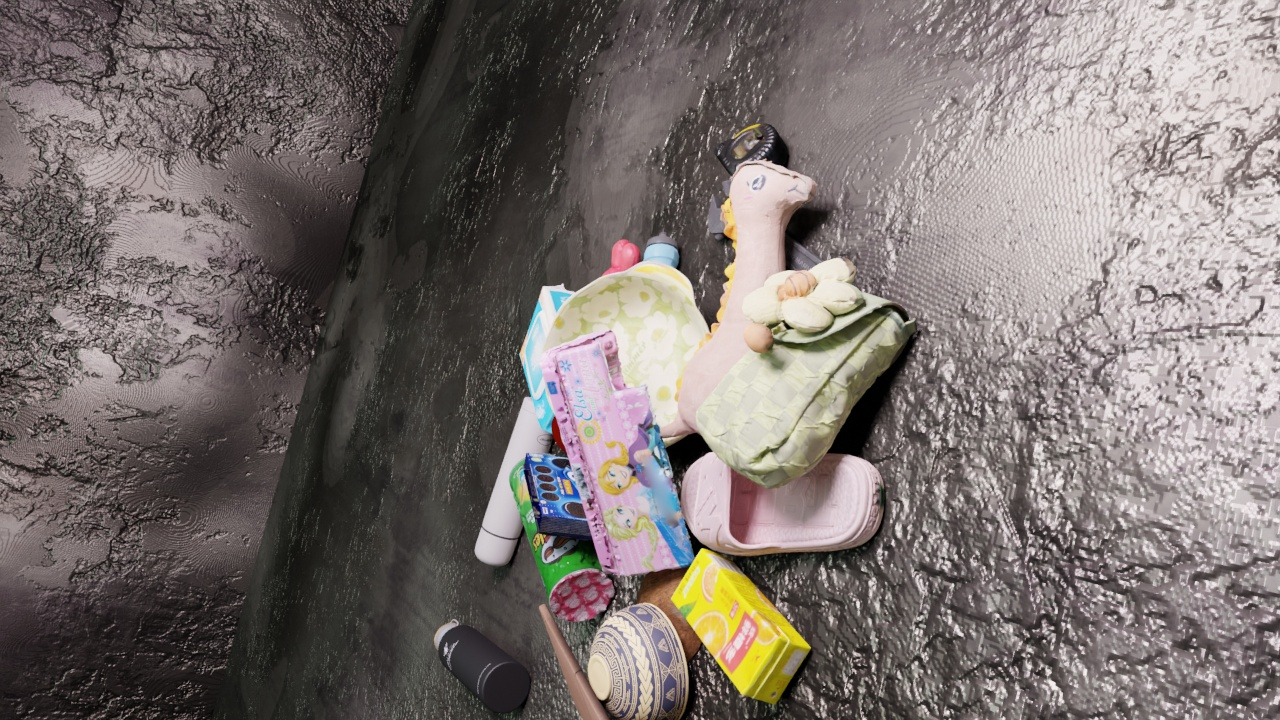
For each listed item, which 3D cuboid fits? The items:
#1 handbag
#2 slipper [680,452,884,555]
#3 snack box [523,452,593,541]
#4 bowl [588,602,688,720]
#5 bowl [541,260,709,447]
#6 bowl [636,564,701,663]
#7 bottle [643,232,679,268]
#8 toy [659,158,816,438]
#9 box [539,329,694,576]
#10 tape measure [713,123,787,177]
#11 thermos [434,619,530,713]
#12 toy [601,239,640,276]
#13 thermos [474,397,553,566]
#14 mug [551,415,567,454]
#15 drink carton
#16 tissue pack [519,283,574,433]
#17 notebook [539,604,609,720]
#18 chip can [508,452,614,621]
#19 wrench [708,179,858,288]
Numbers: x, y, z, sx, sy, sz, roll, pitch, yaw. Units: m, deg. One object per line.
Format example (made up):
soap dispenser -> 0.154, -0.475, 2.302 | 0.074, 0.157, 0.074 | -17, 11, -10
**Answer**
handbag -> 0.118, 0.000, 0.718 | 0.186, 0.117, 0.113 | -49, 36, -10
slipper -> 0.097, 0.117, 0.775 | 0.240, 0.064, 0.094 | -11, 66, 56
snack box -> -0.081, 0.149, 1.017 | 0.150, 0.082, 0.027 | -123, 44, -65
bowl -> -0.012, 0.286, 0.846 | 0.113, 0.061, 0.112 | 8, 99, 58
bowl -> -0.006, 0.006, 0.955 | 0.188, 0.060, 0.219 | 27, 98, 19
bowl -> 0.022, 0.236, 0.878 | 0.114, 0.026, 0.102 | 20, 93, 61
bottle -> 0.021, -0.085, 1.032 | 0.040, 0.040, 0.129 | -24, 56, 54
toy -> 0.080, -0.053, 0.859 | 0.197, 0.065, 0.264 | -8, 79, 40
box -> -0.010, 0.088, 0.860 | 0.097, 0.084, 0.230 | -6, 103, 44
tape measure -> 0.113, -0.207, 0.920 | 0.063, 0.038, 0.067 | -36, 40, 12
thermos -> -0.214, 0.381, 1.173 | 0.232, 0.061, 0.061 | 2, 77, 60
toy -> -0.026, -0.077, 1.091 | 0.091, 0.045, 0.135 | 45, 128, 51
thermos -> -0.163, 0.161, 1.207 | 0.052, 0.052, 0.224 | 27, 99, 60
mug -> -0.047, 0.055, 1.057 | 0.083, 0.073, 0.105 | -49, 9, 36
drink carton -> 0.081, 0.220, 0.766 | 0.058, 0.043, 0.134 | -60, 30, 6
tissue pack -> -0.103, -0.006, 1.173 | 0.209, 0.066, 0.117 | -113, 40, -51
notebook -> -0.041, 0.341, 0.863 | 0.209, 0.008, 0.141 | 40, 149, 59
chip can -> -0.095, 0.195, 1.055 | 0.075, 0.075, 0.223 | -62, 31, 20
wrench -> 0.131, -0.114, 0.884 | 0.073, 0.018, 0.273 | -63, 32, 19
